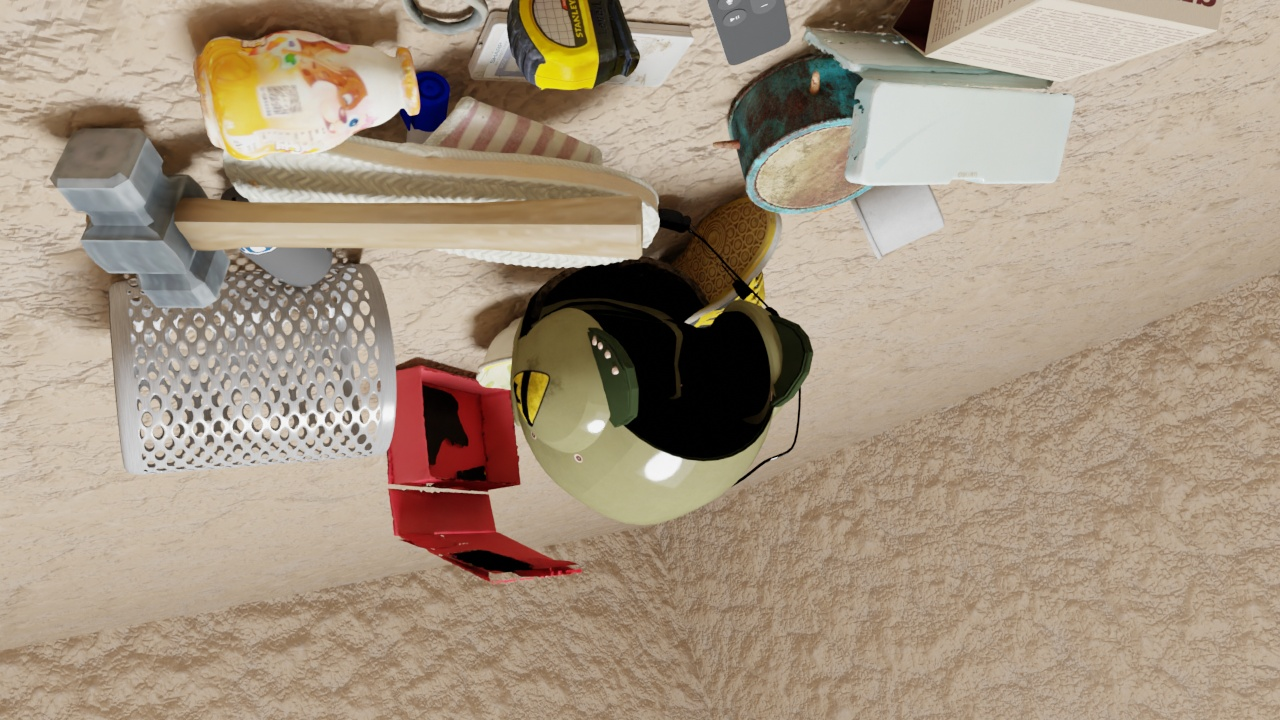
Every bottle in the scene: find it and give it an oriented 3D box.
[{"bbox_3d":[-0.174,-0.142,0.487,0.109,0.063,0.063,-11,163,-18],"label":"bottle"},{"bbox_3d":[-0.251,-0.087,0.629,0.047,0.047,0.112,-17,164,0],"label":"bottle"}]

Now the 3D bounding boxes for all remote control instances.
[{"bbox_3d":[0.062,-0.224,0.554,0.045,0.008,0.146,-20,164,11],"label":"remote control"},{"bbox_3d":[-0.035,-0.189,0.566,0.135,0.011,0.050,-8,162,-30],"label":"remote control"}]

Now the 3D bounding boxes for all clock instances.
[{"bbox_3d":[0.141,-0.168,0.703,0.122,0.073,0.157,-29,149,36],"label":"clock"}]

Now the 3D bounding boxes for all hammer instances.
[{"bbox_3d":[-0.160,-0.079,0.537,0.323,0.051,0.117,1,148,3],"label":"hammer"}]

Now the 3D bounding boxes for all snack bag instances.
[{"bbox_3d":[0.236,-0.217,0.553,0.094,0.070,0.206,8,-174,-8],"label":"snack bag"}]

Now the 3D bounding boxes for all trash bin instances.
[{"bbox_3d":[-0.299,0.006,0.706,0.183,0.156,0.157,-5,161,-28],"label":"trash bin"}]

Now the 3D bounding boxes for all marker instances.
[{"bbox_3d":[-0.144,-0.138,0.604,0.027,0.023,0.133,-23,168,-23],"label":"marker"}]

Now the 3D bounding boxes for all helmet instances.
[{"bbox_3d":[-0.004,0.008,0.785,0.249,0.255,0.234,-5,157,-32],"label":"helmet"}]

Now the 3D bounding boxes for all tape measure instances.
[{"bbox_3d":[-0.041,-0.179,0.498,0.064,0.065,0.037,-18,169,-15],"label":"tape measure"}]

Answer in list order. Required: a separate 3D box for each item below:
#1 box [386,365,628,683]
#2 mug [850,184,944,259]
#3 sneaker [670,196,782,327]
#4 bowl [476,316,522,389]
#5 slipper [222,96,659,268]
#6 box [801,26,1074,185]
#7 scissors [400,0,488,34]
[{"bbox_3d":[-0.178,0.190,1.052,0.124,0.378,0.211,-32,160,14],"label":"box"},{"bbox_3d":[0.230,-0.156,0.852,0.071,0.084,0.113,-24,131,17],"label":"mug"},{"bbox_3d":[0.094,-0.082,0.924,0.122,0.086,0.239,1,161,-32],"label":"sneaker"},{"bbox_3d":[-0.086,-0.013,0.993,0.189,0.060,0.219,-14,167,32],"label":"bowl"},{"bbox_3d":[-0.118,-0.114,0.571,0.263,0.052,0.115,7,155,-10],"label":"slipper"},{"bbox_3d":[0.210,-0.179,0.641,0.197,0.122,0.078,-6,145,-29],"label":"box"},{"bbox_3d":[-0.108,-0.205,0.437,0.170,0.012,0.158,-16,163,-3],"label":"scissors"}]
